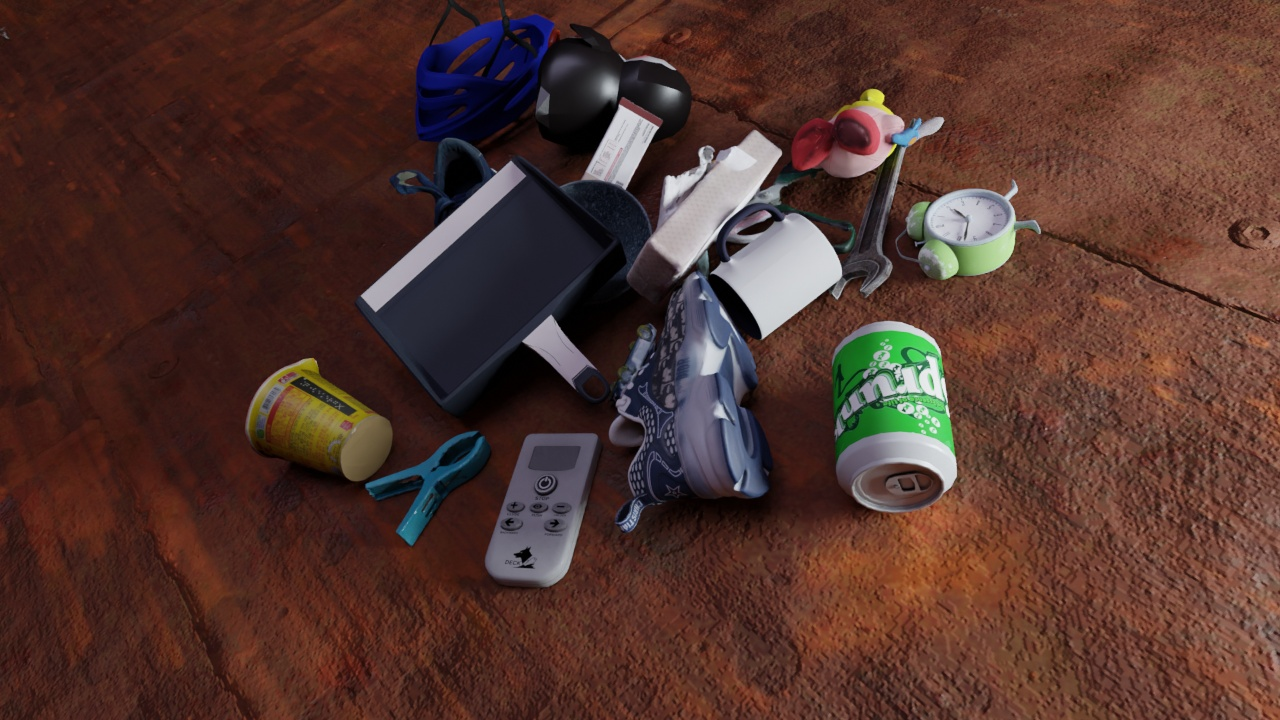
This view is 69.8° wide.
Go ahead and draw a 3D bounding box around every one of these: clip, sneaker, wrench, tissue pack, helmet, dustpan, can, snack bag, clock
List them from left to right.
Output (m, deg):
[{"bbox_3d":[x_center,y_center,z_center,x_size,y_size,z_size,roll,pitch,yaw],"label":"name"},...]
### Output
[{"bbox_3d":[-0.196,0.106,0.866,0.116,0.026,0.097,-39,50,-15],"label":"clip"},{"bbox_3d":[-0.185,-0.134,1.000,0.121,0.127,0.294,-20,57,3],"label":"sneaker"},{"bbox_3d":[-0.220,-0.412,1.209,0.241,0.228,0.148,-42,58,-20],"label":"helmet"},{"bbox_3d":[-0.124,-0.053,0.899,0.236,0.080,0.273,-43,79,-5],"label":"dustpan"},{"bbox_3d":[-0.032,-0.224,1.059,0.057,0.013,0.157,27,81,-10],"label":"snack bag"},{"bbox_3d":[0.029,0.029,0.807,0.133,0.103,0.268,-26,36,20],"label":"sneaker"},{"bbox_3d":[0.057,-0.148,0.892,0.071,0.104,0.181,42,67,4],"label":"tissue pack"},{"bbox_3d":[0.243,-0.160,0.933,0.070,0.010,0.272,-19,37,44],"label":"wrench"},{"bbox_3d":[0.198,0.043,0.725,0.088,0.088,0.139,-6,47,16],"label":"can"},{"bbox_3d":[0.303,-0.119,0.866,0.119,0.042,0.094,-11,45,11],"label":"clock"}]

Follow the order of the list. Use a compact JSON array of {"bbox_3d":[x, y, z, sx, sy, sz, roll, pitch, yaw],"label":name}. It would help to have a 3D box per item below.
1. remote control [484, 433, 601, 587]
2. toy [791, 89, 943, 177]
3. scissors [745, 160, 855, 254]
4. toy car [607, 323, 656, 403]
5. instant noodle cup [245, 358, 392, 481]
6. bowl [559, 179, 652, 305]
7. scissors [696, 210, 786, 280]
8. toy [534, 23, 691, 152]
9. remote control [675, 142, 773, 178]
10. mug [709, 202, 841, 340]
[{"bbox_3d":[-0.086,0.127,0.805,0.074,0.019,0.150,-2,49,20],"label":"remote control"},{"bbox_3d":[0.233,-0.242,0.951,0.124,0.097,0.131,-14,-1,43],"label":"toy"},{"bbox_3d":[0.178,-0.171,0.966,0.201,0.015,0.205,-29,43,-13],"label":"scissors"},{"bbox_3d":[-0.005,0.005,0.875,0.027,0.039,0.089,27,57,-3],"label":"toy car"},{"bbox_3d":[-0.310,0.069,0.902,0.112,0.100,0.100,21,59,23],"label":"instant noodle cup"},{"bbox_3d":[-0.053,-0.118,0.980,0.137,0.057,0.137,-1,78,4],"label":"bowl"},{"bbox_3d":[0.077,-0.143,0.996,0.177,0.013,0.170,-12,44,9],"label":"scissors"},{"bbox_3d":[-0.032,-0.315,1.115,0.184,0.159,0.139,9,40,5],"label":"toy"},{"bbox_3d":[0.095,-0.221,1.041,0.125,0.018,0.038,-27,24,-18],"label":"remote control"},{"bbox_3d":[0.118,-0.092,0.859,0.097,0.112,0.078,-37,21,-7],"label":"mug"}]
